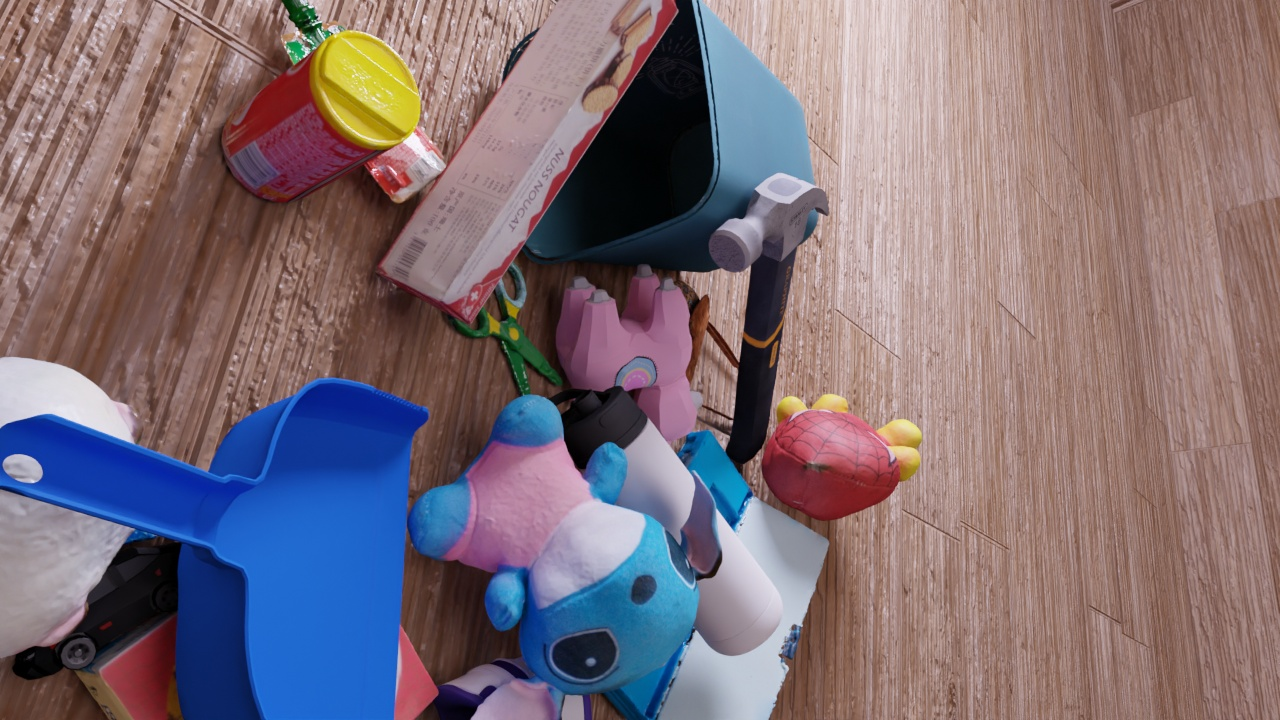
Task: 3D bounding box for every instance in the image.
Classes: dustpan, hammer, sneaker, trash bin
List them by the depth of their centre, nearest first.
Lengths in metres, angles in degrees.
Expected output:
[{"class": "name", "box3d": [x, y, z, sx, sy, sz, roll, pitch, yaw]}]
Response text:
[{"class": "dustpan", "box3d": [-0.184, 0.092, 0.436, 0.257, 0.060, 0.245, 39, 39, -50]}, {"class": "sneaker", "box3d": [-0.091, 0.306, 0.563, 0.111, 0.092, 0.243, 18, 62, -43]}, {"class": "trash bin", "box3d": [0.031, -0.173, 0.776, 0.218, 0.197, 0.199, 7, 74, -54]}, {"class": "hammer", "box3d": [0.100, -0.017, 0.782, 0.139, 0.035, 0.313, -43, 150, -34]}]

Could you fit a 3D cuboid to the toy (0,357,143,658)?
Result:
[{"class": "toy", "box3d": [-0.311, 0.057, 0.386, 0.179, 0.102, 0.138, 12, 66, -22]}]

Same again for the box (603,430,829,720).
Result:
[{"class": "box", "box3d": [0.055, 0.199, 0.782, 0.175, 0.060, 0.242, 42, 49, -11]}]

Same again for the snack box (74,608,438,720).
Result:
[{"class": "snack box", "box3d": [-0.201, 0.178, 0.507, 0.144, 0.040, 0.142, -41, 112, -47]}]

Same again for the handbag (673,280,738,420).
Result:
[{"class": "handbag", "box3d": [0.072, 0.009, 0.876, 0.195, 0.043, 0.093, 43, 52, -37]}]

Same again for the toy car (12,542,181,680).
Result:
[{"class": "toy car", "box3d": [-0.261, 0.118, 0.449, 0.091, 0.042, 0.036, -33, 107, -36]}]

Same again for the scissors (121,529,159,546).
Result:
[{"class": "scissors", "box3d": [-0.260, 0.097, 0.492, 0.135, 0.016, 0.083, 44, 52, -40]}]

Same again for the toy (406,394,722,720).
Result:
[{"class": "toy", "box3d": [-0.057, 0.133, 0.592, 0.191, 0.099, 0.223, 42, 65, 8]}]

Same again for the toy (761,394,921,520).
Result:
[{"class": "toy", "box3d": [0.197, 0.094, 0.906, 0.215, 0.148, 0.099, -14, 115, -63]}]

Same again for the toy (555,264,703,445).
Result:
[{"class": "toy", "box3d": [-0.005, 0.004, 0.757, 0.123, 0.067, 0.158, -14, 116, -23]}]

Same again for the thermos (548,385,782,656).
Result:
[{"class": "thermos", "box3d": [0.013, 0.119, 0.705, 0.068, 0.101, 0.230, -42, 104, -26]}]

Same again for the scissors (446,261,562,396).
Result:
[{"class": "scissors", "box3d": [-0.097, -0.026, 0.712, 0.131, 0.012, 0.108, 46, 48, -31]}]

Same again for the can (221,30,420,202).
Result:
[{"class": "can", "box3d": [-0.194, -0.142, 0.550, 0.066, 0.125, 0.066, 15, 70, -46]}]

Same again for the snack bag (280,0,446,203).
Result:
[{"class": "snack bag", "box3d": [-0.193, -0.184, 0.627, 0.155, 0.044, 0.087, 57, 26, -18]}]

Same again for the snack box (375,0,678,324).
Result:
[{"class": "snack box", "box3d": [-0.075, -0.155, 0.636, 0.272, 0.077, 0.044, -59, 146, -9]}]
